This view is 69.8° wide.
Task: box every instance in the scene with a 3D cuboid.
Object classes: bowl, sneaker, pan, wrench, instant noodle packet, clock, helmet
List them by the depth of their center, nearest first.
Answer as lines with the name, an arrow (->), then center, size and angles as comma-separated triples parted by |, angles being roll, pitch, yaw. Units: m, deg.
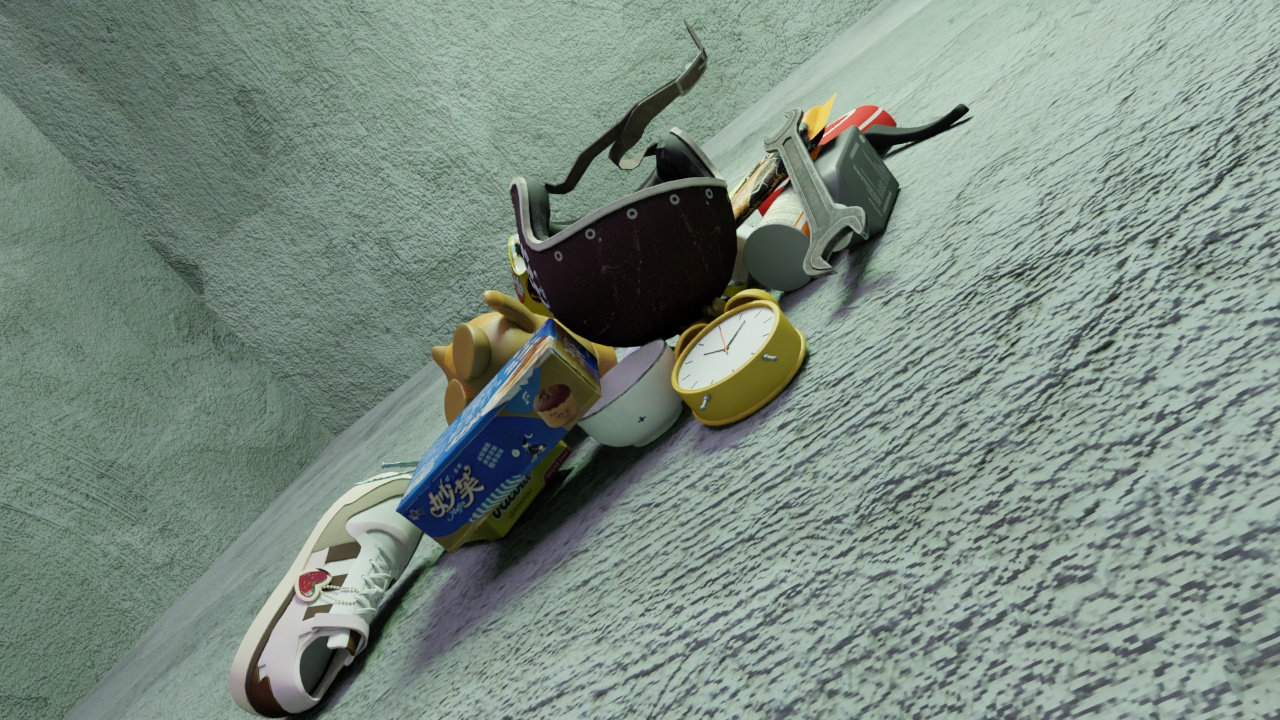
clock -> 0.079, -0.007, 0.780 | 0.114, 0.052, 0.151 | -36, 23, 14
bowl -> -0.002, 0.039, 0.862 | 0.113, 0.063, 0.113 | -38, 13, 10
wrench -> 0.159, -0.168, 0.871 | 0.070, 0.010, 0.272 | -41, 32, 25
helmet -> -0.012, -0.144, 0.941 | 0.233, 0.253, 0.234 | -21, -20, -15
sneaker -> -0.295, 0.234, 0.955 | 0.117, 0.112, 0.292 | -5, 38, 38
instant noodle packet -> 0.139, -0.205, 1.045 | 0.221, 0.032, 0.159 | -45, 8, 31
pan -> 0.270, -0.272, 1.156 | 0.208, 0.067, 0.357 | -40, 9, -22
helmet -> -0.089, -0.106, 1.410 | 0.208, 0.140, 0.240 | -16, 39, -31

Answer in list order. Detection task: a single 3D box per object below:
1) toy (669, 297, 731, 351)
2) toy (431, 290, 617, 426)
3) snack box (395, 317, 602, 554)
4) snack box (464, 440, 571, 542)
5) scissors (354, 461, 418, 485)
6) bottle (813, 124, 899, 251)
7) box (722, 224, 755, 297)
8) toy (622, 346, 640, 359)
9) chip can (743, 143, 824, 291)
toy -> 0.071, -0.031, 0.877 | 0.100, 0.062, 0.076 | -19, 35, 10
toy -> -0.118, 0.017, 1.058 | 0.162, 0.203, 0.199 | 42, 125, 50
snack box -> -0.131, 0.065, 0.877 | 0.203, 0.069, 0.155 | -47, 11, 6
snack box -> -0.157, 0.146, 0.998 | 0.121, 0.045, 0.181 | -51, 13, -32
scissors -> -0.223, 0.110, 1.004 | 0.139, 0.028, 0.170 | -25, -11, 22
bottle -> 0.204, -0.161, 0.906 | 0.046, 0.084, 0.173 | -31, 16, 36
box -> 0.103, -0.109, 1.114 | 0.080, 0.079, 0.209 | -4, 26, 14
toy -> -0.006, 0.006, 1.055 | 0.080, 0.036, 0.099 | -45, 12, 13
chip can -> 0.179, -0.159, 0.988 | 0.075, 0.075, 0.214 | -30, 16, 39
